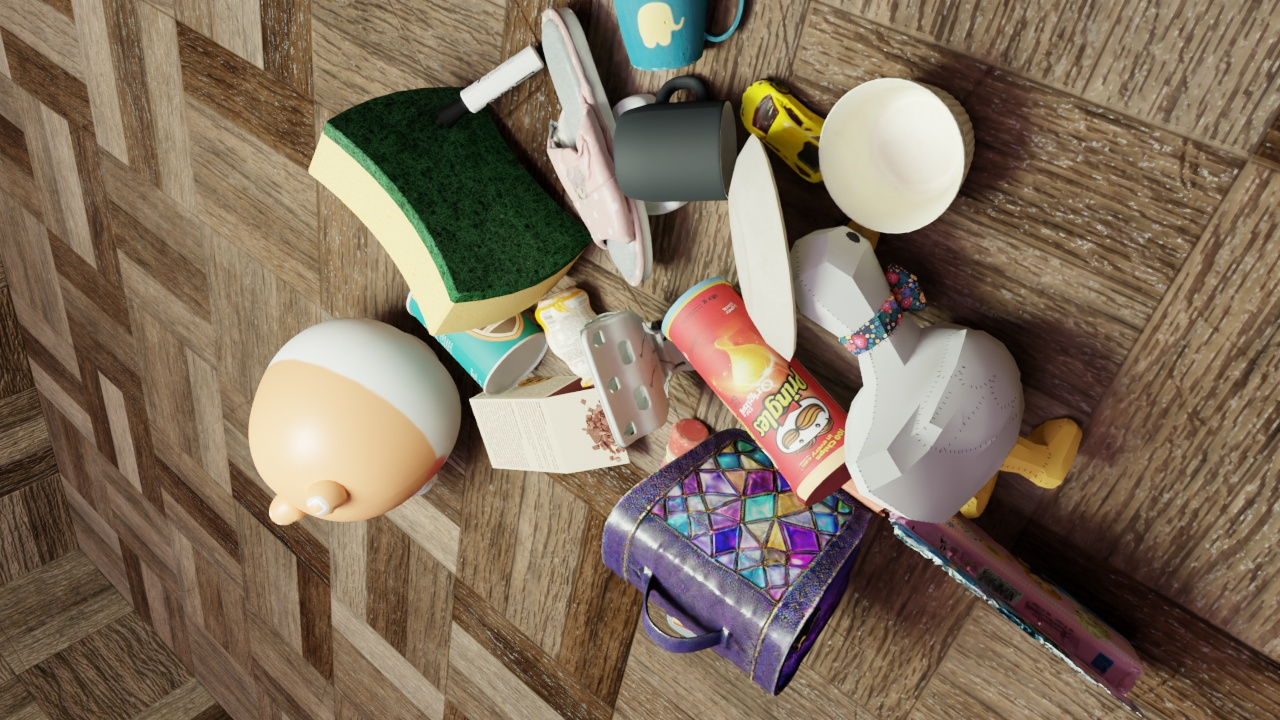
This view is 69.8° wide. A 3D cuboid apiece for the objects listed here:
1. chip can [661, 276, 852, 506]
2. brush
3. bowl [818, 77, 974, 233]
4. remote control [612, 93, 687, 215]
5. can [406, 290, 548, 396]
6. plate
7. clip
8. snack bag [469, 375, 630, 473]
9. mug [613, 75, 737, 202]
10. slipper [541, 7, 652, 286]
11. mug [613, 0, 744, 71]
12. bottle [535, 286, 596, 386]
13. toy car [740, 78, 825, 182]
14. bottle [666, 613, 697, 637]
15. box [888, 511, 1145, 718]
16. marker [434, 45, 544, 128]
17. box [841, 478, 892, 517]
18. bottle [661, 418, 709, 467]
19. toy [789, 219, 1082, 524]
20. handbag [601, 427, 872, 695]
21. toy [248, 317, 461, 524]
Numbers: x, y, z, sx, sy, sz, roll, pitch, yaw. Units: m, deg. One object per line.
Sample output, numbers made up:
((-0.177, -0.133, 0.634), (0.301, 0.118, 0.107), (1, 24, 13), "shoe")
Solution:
((0.114, 0.025, 0.839), (0.213, 0.086, 0.087), (51, 137, 24), "chip can")
((-0.193, -0.162, 0.958), (0.250, 0.194, 0.075), (52, 136, 7), "brush")
((0.202, -0.161, 0.701), (0.115, 0.062, 0.115), (21, 125, 33), "bowl")
((0.008, -0.197, 0.879), (0.060, 0.028, 0.114), (-8, 106, 44), "remote control")
((-0.193, -0.043, 1.091), (0.144, 0.099, 0.099), (45, 134, 14), "can")
((0.096, -0.090, 0.764), (0.027, 0.188, 0.189), (-10, 110, 2), "plate")
((-0.005, 0.006, 0.921), (0.082, 0.147, 0.125), (-7, 107, 36), "clip")
((-0.101, 0.075, 1.095), (0.207, 0.069, 0.094), (-3, 110, 42), "snack bag")
((0.033, -0.199, 0.811), (0.094, 0.121, 0.085), (1, 160, 15), "mug")
((-0.053, -0.200, 0.886), (0.114, 0.054, 0.274), (-175, 66, -73), "slipper")
((0.032, -0.304, 0.773), (0.112, 0.084, 0.104), (0, 122, 11), "mug")
((-0.071, -0.025, 1.018), (0.063, 0.063, 0.108), (-16, 102, 45), "bottle")
((0.126, -0.195, 0.776), (0.107, 0.030, 0.049), (44, 135, 17), "toy car")
((0.063, 0.246, 1.057), (0.072, 0.046, 0.161), (17, 123, 35), "bottle")
((0.295, 0.185, 0.731), (0.230, 0.159, 0.035), (38, 104, 12), "box")
((-0.156, -0.276, 0.936), (0.126, 0.025, 0.025), (-31, 90, 8), "marker")
((0.175, 0.088, 0.875), (0.187, 0.053, 0.058), (34, 99, 22), "box")
((0.044, 0.114, 1.007), (0.044, 0.044, 0.109), (35, 133, 23), "bottle")
((0.208, 0.016, 0.715), (0.267, 0.245, 0.141), (40, 136, -12), "toy")
((0.086, 0.192, 0.874), (0.205, 0.221, 0.126), (32, 139, 28), "handbag")
((-0.375, 0.088, 1.203), (0.264, 0.279, 0.265), (-18, 127, 46), "toy")
